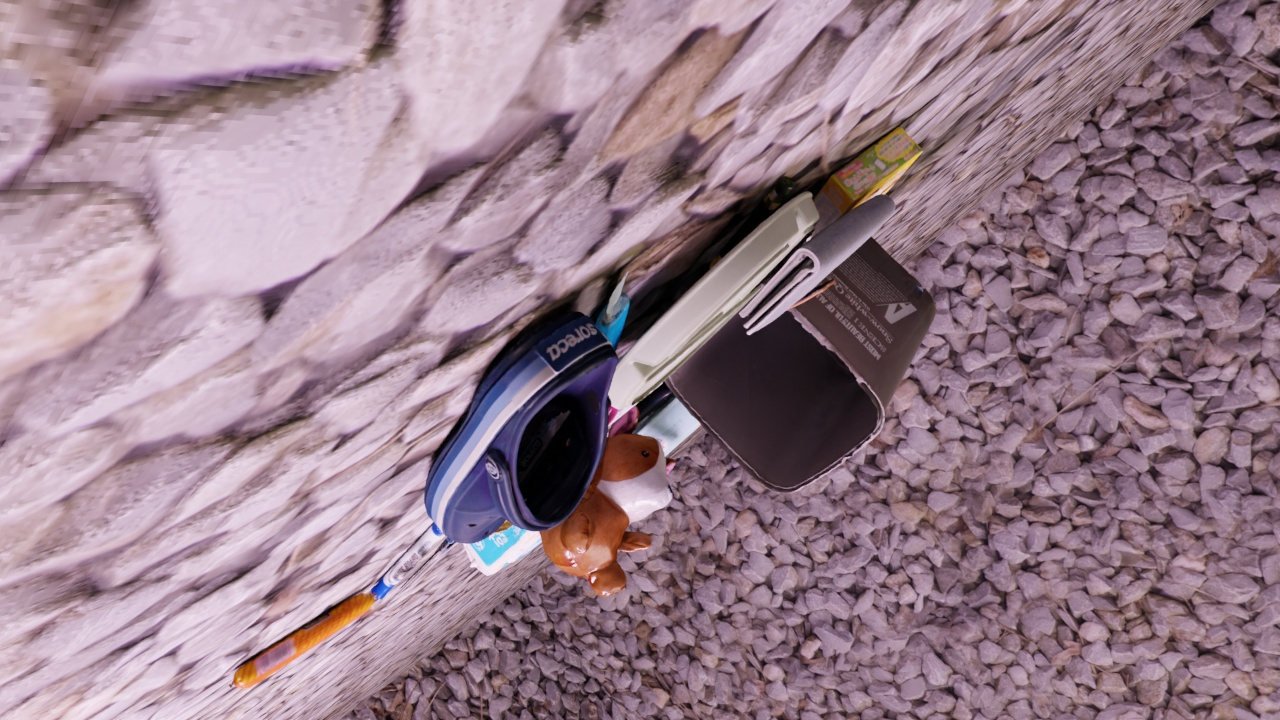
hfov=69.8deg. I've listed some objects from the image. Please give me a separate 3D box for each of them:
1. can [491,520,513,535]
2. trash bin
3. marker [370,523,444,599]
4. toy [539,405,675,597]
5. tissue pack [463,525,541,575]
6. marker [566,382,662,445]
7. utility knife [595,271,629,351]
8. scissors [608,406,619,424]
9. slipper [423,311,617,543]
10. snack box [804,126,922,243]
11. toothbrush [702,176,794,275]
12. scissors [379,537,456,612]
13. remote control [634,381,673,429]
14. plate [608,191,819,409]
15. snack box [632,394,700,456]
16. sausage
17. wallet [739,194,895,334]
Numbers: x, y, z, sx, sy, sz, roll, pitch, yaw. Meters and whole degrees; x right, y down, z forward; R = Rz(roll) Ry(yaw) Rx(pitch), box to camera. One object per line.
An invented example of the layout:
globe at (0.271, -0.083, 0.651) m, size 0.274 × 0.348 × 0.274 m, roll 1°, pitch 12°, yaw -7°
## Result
can at (-0.119, 0.117, 0.837) m, size 0.074 × 0.049 × 0.148 m, roll -38°, pitch 171°, yaw -5°
trash bin at (0.180, -0.017, 0.959) m, size 0.219 × 0.199 × 0.199 m, roll -40°, pitch 174°, yaw -41°
marker at (-0.230, 0.199, 0.912) m, size 0.146 × 0.017 × 0.016 m, roll -45°, pitch 170°, yaw 34°
toy at (-0.026, 0.158, 1.056) m, size 0.131 × 0.140 × 0.199 m, roll 3°, pitch -136°, yaw 33°
tissue pack at (-0.144, 0.198, 1.106) m, size 0.140 × 0.063 × 0.089 m, roll -45°, pitch 170°, yaw 33°
marker at (-0.032, 0.062, 1.021) m, size 0.145 × 0.017 × 0.017 m, roll -39°, pitch 171°, yaw 3°
utility knife at (-0.024, -0.018, 0.638) m, size 0.034 × 0.018 × 0.186 m, roll -52°, pitch 175°, yaw -21°
scissors at (-0.004, 0.002, 0.825) m, size 0.137 × 0.017 × 0.077 m, roll -46°, pitch 149°, yaw -20°
slipper at (-0.069, 0.061, 0.622) m, size 0.104 × 0.095 × 0.254 m, roll -29°, pitch 164°, yaw -37°
snack box at (0.182, -0.140, 0.815) m, size 0.086 × 0.033 × 0.141 m, roll -36°, pitch 169°, yaw -21°
toothbrush at (0.067, -0.082, 0.709) m, size 0.017 × 0.012 × 0.186 m, roll -40°, pitch 174°, yaw -38°
scissors at (-0.196, 0.185, 0.925) m, size 0.176 × 0.012 × 0.162 m, roll -46°, pitch 180°, yaw -2°
remote control at (0.009, 0.056, 1.133) m, size 0.137 × 0.024 × 0.053 m, roll -45°, pitch 176°, yaw 40°
plate at (0.055, -0.041, 0.714) m, size 0.230 × 0.027 × 0.230 m, roll -43°, pitch 175°, yaw -5°
snack box at (0.039, 0.073, 1.186) m, size 0.175 × 0.051 × 0.074 m, roll -46°, pitch -168°, yaw 38°
sausage at (-0.316, 0.263, 0.872) m, size 0.164 × 0.021 × 0.022 m, roll -28°, pitch 166°, yaw -51°
wallet at (0.143, -0.075, 0.740) m, size 0.129 × 0.037 × 0.107 m, roll -36°, pitch 172°, yaw -41°
